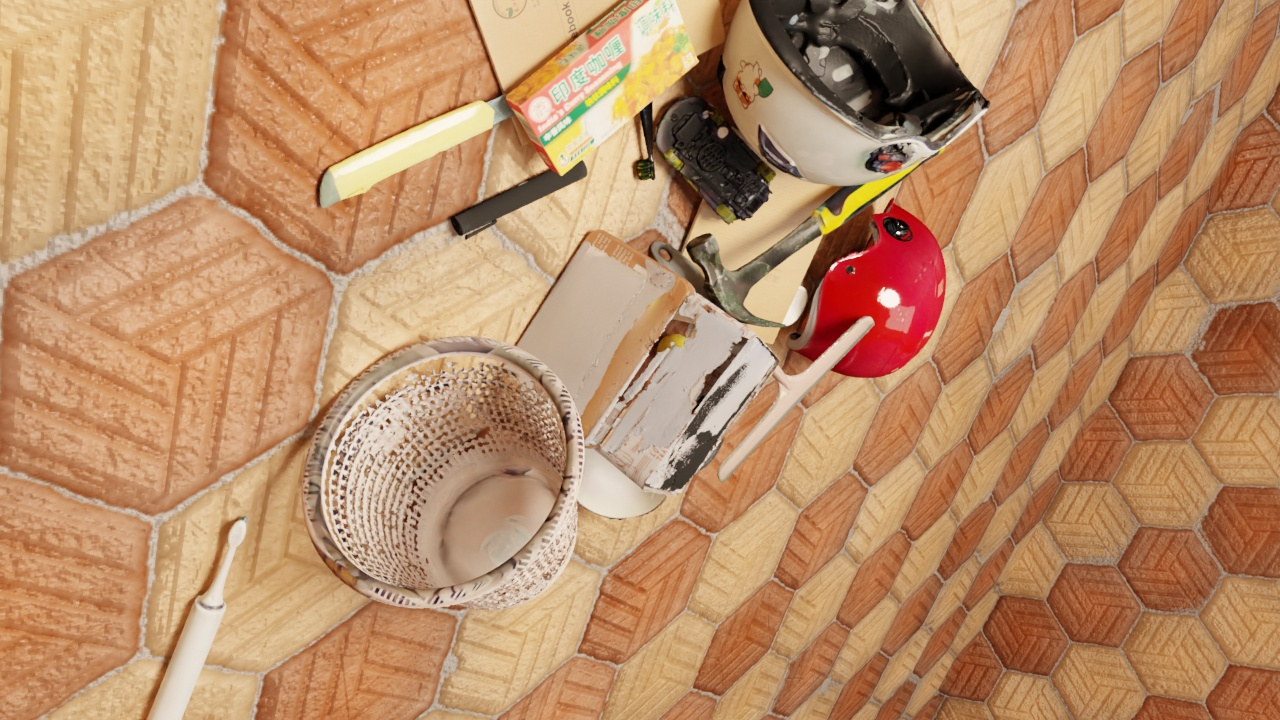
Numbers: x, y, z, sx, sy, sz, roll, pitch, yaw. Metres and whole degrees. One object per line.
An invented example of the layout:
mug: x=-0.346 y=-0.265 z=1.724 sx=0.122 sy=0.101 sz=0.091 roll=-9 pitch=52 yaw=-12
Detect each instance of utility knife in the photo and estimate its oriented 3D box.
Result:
utility knife: x=-0.152 y=-0.169 z=0.698 sx=0.206 sy=0.021 sz=0.031 roll=-28 pitch=137 yaw=-19

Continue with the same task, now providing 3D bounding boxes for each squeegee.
squeegee: x=0.099 y=-0.033 z=0.961 sx=0.247 sy=0.040 sz=0.249 roll=-46 pitch=108 yaw=-4

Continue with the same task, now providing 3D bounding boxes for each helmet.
helmet: x=0.299 y=-0.076 z=1.126 sx=0.239 sy=0.144 sz=0.207 roll=-49 pitch=167 yaw=-30
helmet: x=0.176 y=-0.255 z=0.864 sx=0.273 sy=0.230 sz=0.157 roll=-20 pitch=163 yaw=-36

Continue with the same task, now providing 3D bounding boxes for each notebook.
notebook: x=0.121 y=-0.127 z=0.983 sx=0.149 sy=0.012 sz=0.212 roll=13 pitch=112 yaw=-23
notebook: x=-0.027 y=-0.277 z=0.733 sx=0.207 sy=0.008 sz=0.148 roll=-31 pitch=138 yaw=-13

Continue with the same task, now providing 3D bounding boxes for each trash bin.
trash bin: x=-0.144 y=0.121 z=0.794 sx=0.227 sy=0.227 sz=0.192 roll=-44 pitch=154 yaw=-15

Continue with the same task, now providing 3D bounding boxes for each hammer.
hammer: x=0.197 y=-0.149 z=0.949 sx=0.322 sy=0.032 sz=0.126 roll=-37 pitch=113 yaw=-17

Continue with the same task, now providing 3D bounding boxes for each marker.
marker: x=-0.100 y=-0.139 z=0.780 sx=0.131 sy=0.022 sz=0.020 roll=-33 pitch=174 yaw=-27

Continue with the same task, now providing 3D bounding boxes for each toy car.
toy car: x=0.073 y=-0.196 z=0.897 sx=0.070 sy=0.042 sz=0.158 roll=-45 pitch=128 yaw=7

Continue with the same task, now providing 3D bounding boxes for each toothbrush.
toothbrush: x=-0.367 y=0.225 z=0.761 sx=0.026 sy=0.026 sz=0.221 roll=22 pitch=102 yaw=-16
toothbrush: x=0.001 y=-0.251 z=0.804 sx=0.027 sy=0.026 sz=0.213 roll=-11 pitch=132 yaw=-8

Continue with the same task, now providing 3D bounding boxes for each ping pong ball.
ping pong ball: x=0.038 y=-0.009 z=1.017 sx=0.040 sy=0.040 sz=0.040 roll=-28 pitch=135 yaw=-32

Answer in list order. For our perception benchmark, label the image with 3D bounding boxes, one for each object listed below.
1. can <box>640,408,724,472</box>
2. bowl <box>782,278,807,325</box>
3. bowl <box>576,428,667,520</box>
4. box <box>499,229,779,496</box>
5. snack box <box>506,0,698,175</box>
can: x=0.039 y=0.077 z=1.039 sx=0.066 sy=0.094 sz=0.067 roll=-28 pitch=136 yaw=-32
bowl: x=0.156 y=-0.076 z=1.075 sx=0.118 sy=0.065 sz=0.118 roll=-29 pitch=136 yaw=-32
bowl: x=-0.022 y=0.109 z=1.003 sx=0.066 sy=0.116 sz=0.117 roll=-82 pitch=179 yaw=-58
box: x=-0.007 y=0.004 z=0.879 sx=0.183 sy=0.193 sz=0.157 roll=-53 pitch=157 yaw=2
snack box: x=-0.028 y=-0.228 z=0.741 sx=0.155 sy=0.027 sz=0.077 roll=-41 pitch=140 yaw=-7
